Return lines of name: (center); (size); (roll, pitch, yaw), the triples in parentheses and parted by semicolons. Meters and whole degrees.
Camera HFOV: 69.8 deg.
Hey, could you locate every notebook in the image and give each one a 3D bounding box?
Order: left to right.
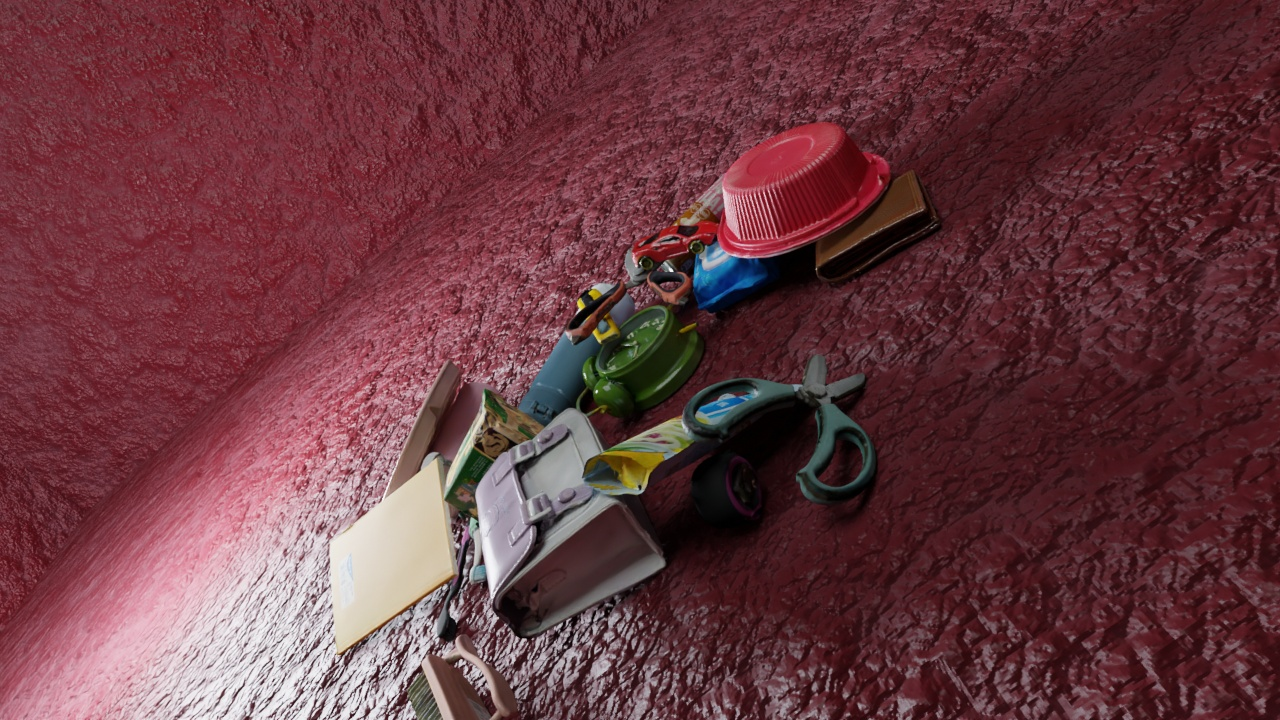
notebook: (-0.281, 0.219, 1.025); (0.207, 0.010, 0.145); (-37, 50, 25)

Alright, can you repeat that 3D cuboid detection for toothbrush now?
toothbrush: (-0.191, 0.227, 0.968); (0.014, 0.018, 0.189); (-35, 22, 15)
toothbrush: (-0.174, 0.170, 1.014); (0.027, 0.026, 0.224); (-18, 28, 5)

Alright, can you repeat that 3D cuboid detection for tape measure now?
tape measure: (0.069, 0.101, 0.718); (0.039, 0.057, 0.057); (-26, 21, 36)

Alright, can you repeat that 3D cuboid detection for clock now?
clock: (-0.006, 0.006, 0.992); (0.161, 0.056, 0.116); (-42, 23, 3)

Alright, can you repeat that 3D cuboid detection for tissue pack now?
tissue pack: (0.107, -0.119, 1.030); (0.095, 0.052, 0.156); (-30, 27, 27)

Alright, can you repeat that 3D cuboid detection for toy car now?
toy car: (0.041, -0.134, 1.035); (0.106, 0.031, 0.049); (-13, 28, 20)

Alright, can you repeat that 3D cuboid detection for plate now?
plate: (-0.279, 0.108, 1.171); (0.229, 0.028, 0.229); (-158, 92, -82)

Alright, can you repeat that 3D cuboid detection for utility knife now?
utility knife: (-0.049, -0.055, 1.061); (0.033, 0.015, 0.154); (-38, 27, 3)

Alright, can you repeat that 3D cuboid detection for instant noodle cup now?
instant noodle cup: (0.156, -0.186, 0.952); (0.194, 0.066, 0.193); (-25, 28, 14)

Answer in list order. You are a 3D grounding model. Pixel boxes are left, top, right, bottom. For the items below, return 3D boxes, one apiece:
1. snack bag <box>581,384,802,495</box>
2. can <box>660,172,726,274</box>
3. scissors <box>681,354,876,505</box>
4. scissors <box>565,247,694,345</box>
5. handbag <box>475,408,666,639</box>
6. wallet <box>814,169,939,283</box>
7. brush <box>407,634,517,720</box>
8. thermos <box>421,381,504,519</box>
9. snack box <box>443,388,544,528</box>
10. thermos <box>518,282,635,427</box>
snack bag: (0.049, 0.059, 0.761); (0.190, 0.039, 0.111); (-23, -2, -37)
can: (0.080, -0.170, 1.149); (0.147, 0.058, 0.058); (-45, 24, -5)
scissors: (0.105, 0.041, 0.707); (0.179, 0.019, 0.172); (9, 39, 6)
scissors: (-0.006, -0.086, 1.042); (0.189, 0.015, 0.222); (-29, 26, -1)
handbag: (-0.076, 0.140, 0.819); (0.145, 0.098, 0.197); (-38, 23, 1)
wallet: (0.225, -0.130, 0.898); (0.125, 0.032, 0.101); (-31, 24, 24)
brush: (-0.145, 0.277, 0.750); (0.073, 0.063, 0.146); (-51, 23, -8)
thermos: (-0.227, 0.105, 1.135); (0.067, 0.087, 0.198); (0, 36, 13)
snack box: (-0.146, 0.113, 0.967); (0.105, 0.118, 0.117); (-53, 14, 5)
thermos: (-0.078, 0.002, 1.101); (0.070, 0.070, 0.219); (-16, 36, 45)
